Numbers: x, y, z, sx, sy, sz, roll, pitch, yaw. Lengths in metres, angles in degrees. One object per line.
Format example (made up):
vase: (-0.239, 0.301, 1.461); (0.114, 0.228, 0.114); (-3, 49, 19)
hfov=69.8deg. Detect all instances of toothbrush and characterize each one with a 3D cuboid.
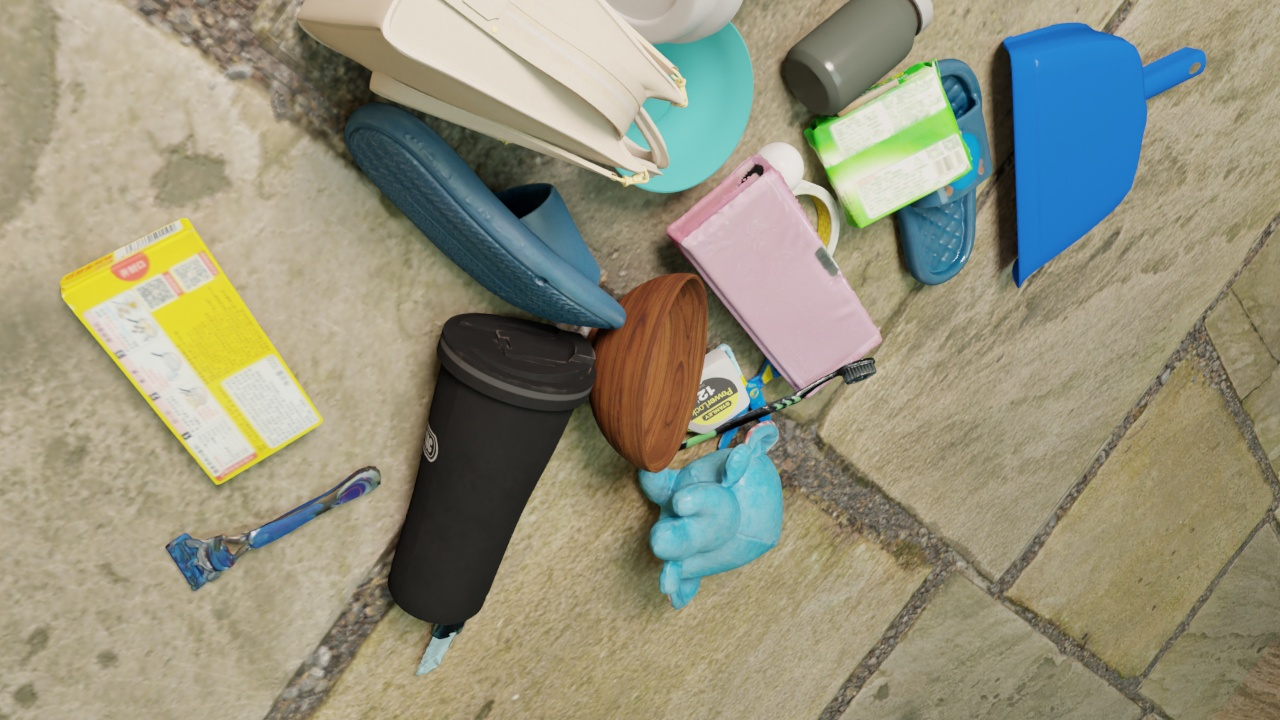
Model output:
toothbrush: (0.113, 0.041, 0.781); (0.188, 0.017, 0.014); (-25, 138, 6)

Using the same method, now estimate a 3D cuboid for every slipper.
slipper: (-0.091, -0.087, 0.574); (0.213, 0.104, 0.059); (41, 67, -33)
slipper: (0.266, -0.157, 0.792); (0.103, 0.059, 0.214); (-33, 130, -18)

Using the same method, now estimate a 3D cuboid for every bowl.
bowl: (0.014, -0.179, 0.618); (0.121, 0.046, 0.121); (-15, 122, -27)
bowl: (-0.004, 0.004, 0.678); (0.147, 0.069, 0.147); (12, 89, -73)

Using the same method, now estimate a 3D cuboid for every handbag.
handbag: (-0.059, -0.151, 0.485); (0.197, 0.195, 0.101); (29, 92, -37)

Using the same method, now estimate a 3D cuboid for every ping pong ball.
ping pong ball: (0.104, -0.146, 0.700); (0.040, 0.040, 0.040); (-16, 122, -27)

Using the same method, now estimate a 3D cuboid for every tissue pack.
tissue pack: (0.197, -0.170, 0.721); (0.114, 0.034, 0.099); (-26, 113, 8)

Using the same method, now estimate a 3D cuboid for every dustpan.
dustpan: (0.445, -0.230, 0.872); (0.257, 0.059, 0.246); (-26, 127, -8)

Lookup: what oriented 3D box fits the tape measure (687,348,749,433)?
tape measure: (0.054, 0.028, 0.765); (0.064, 0.016, 0.065); (-32, 126, 4)

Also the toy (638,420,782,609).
toy: (0.047, 0.125, 0.765); (0.183, 0.115, 0.180); (-61, 152, 7)

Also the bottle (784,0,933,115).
bottle: (0.162, -0.234, 0.679); (0.108, 0.060, 0.060); (-40, 130, -9)

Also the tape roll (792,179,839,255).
tape roll: (0.121, -0.101, 0.750); (0.093, 0.019, 0.094); (-15, 122, -26)

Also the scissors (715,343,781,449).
scissors: (0.093, 0.025, 0.802); (0.125, 0.016, 0.125); (17, 103, -35)

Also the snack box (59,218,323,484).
snack box: (-0.260, -0.002, 0.544); (0.075, 0.025, 0.152); (-32, 128, -16)

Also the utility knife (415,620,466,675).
utility knife: (-0.132, 0.168, 0.724); (0.028, 0.020, 0.198); (19, 101, -38)

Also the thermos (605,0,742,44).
thermos: (0.062, -0.287, 0.536); (0.221, 0.132, 0.132); (-42, 131, -26)

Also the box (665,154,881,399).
box: (0.112, -0.058, 0.730); (0.098, 0.041, 0.233); (-39, 134, 9)

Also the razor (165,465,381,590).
razor: (-0.241, 0.108, 0.620); (0.140, 0.018, 0.044); (-27, 126, -20)

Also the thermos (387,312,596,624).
thermos: (-0.113, 0.077, 0.641); (0.105, 0.106, 0.219); (7, 115, -36)
